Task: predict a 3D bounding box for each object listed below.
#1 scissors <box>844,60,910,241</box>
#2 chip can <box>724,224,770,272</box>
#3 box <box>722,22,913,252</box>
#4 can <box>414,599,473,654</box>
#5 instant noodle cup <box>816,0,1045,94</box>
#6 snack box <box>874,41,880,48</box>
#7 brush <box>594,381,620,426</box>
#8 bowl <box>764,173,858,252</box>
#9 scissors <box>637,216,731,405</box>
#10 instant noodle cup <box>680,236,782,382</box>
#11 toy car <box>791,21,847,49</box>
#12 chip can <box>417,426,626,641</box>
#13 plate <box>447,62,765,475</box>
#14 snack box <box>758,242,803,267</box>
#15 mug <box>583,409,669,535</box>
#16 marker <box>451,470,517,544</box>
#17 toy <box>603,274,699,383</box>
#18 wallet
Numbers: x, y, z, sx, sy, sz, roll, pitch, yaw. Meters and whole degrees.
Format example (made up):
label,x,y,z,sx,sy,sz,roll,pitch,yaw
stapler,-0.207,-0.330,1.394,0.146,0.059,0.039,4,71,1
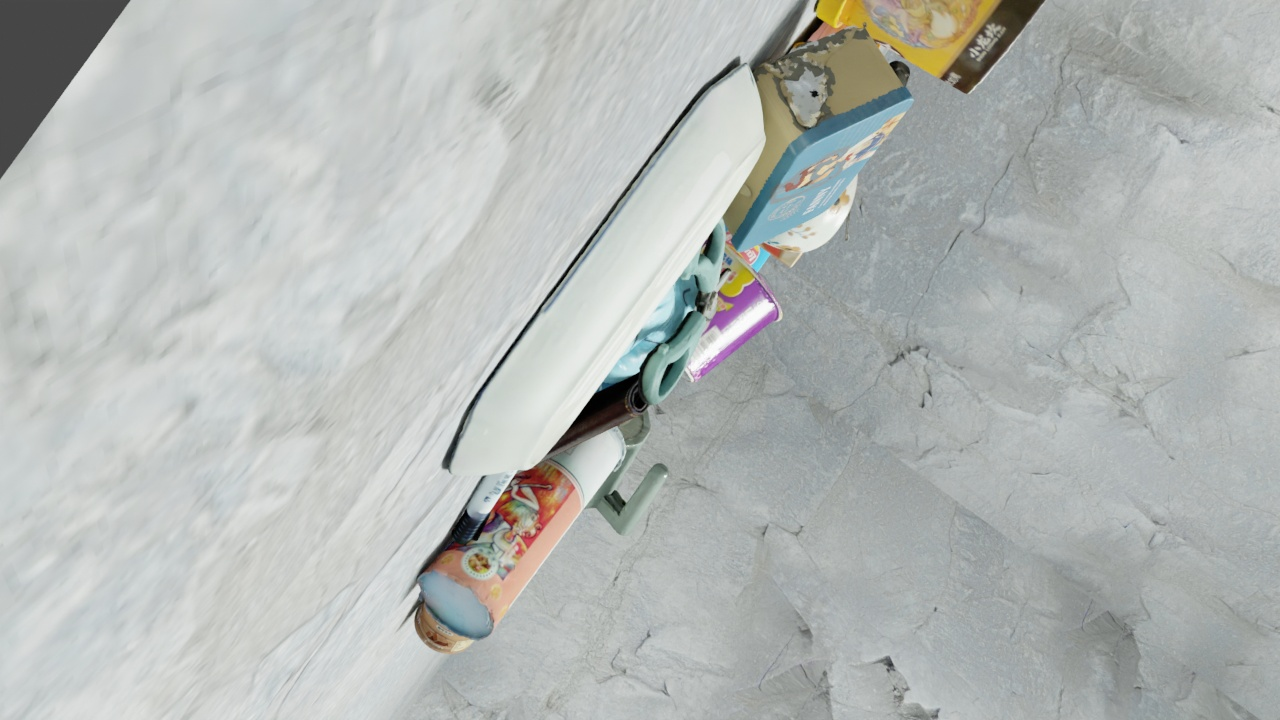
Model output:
label,x,y,z,sx,sy,sz,roll,pitch,yaw
scissors,0.216,-0.232,0.880,0.221,0.021,0.233,-118,-148,-87
chip can,0.128,-0.152,1.045,0.209,0.071,0.071,-53,177,-28
box,0.100,-0.136,0.603,0.089,0.062,0.184,-27,168,-11
can,-0.150,0.201,0.798,0.117,0.058,0.058,-56,177,31
instant noodle cup,0.192,-0.241,0.582,0.118,0.114,0.118,-54,178,-3
snack box,0.185,-0.262,0.775,0.075,0.026,0.153,108,5,-77
brush,-0.005,0.005,0.871,0.074,0.055,0.143,-54,177,38
bowl,0.112,-0.145,0.731,0.062,0.113,0.114,2,138,-34
scissors,0.034,-0.026,0.651,0.176,0.019,0.172,45,65,-76
instant noodle cup,0.050,-0.042,0.799,0.099,0.111,0.111,-44,176,-4
toy car,0.129,-0.215,0.652,0.122,0.037,0.056,-54,179,-27
chip can,-0.091,0.126,0.750,0.214,0.071,0.071,-51,176,-46
plate,-0.010,-0.038,0.500,0.265,0.034,0.162,-54,177,-2
snack box,0.133,-0.155,0.845,0.095,0.093,0.076,-55,177,24
mug,-0.032,0.098,0.901,0.083,0.124,0.104,-26,155,-44
marker,-0.100,0.085,0.642,0.022,0.018,0.131,9,131,-36
toy,0.000,-0.025,0.677,0.161,0.050,0.156,-47,173,-23
wallet,-0.038,0.041,0.720,0.123,0.020,0.096,-27,-170,28
